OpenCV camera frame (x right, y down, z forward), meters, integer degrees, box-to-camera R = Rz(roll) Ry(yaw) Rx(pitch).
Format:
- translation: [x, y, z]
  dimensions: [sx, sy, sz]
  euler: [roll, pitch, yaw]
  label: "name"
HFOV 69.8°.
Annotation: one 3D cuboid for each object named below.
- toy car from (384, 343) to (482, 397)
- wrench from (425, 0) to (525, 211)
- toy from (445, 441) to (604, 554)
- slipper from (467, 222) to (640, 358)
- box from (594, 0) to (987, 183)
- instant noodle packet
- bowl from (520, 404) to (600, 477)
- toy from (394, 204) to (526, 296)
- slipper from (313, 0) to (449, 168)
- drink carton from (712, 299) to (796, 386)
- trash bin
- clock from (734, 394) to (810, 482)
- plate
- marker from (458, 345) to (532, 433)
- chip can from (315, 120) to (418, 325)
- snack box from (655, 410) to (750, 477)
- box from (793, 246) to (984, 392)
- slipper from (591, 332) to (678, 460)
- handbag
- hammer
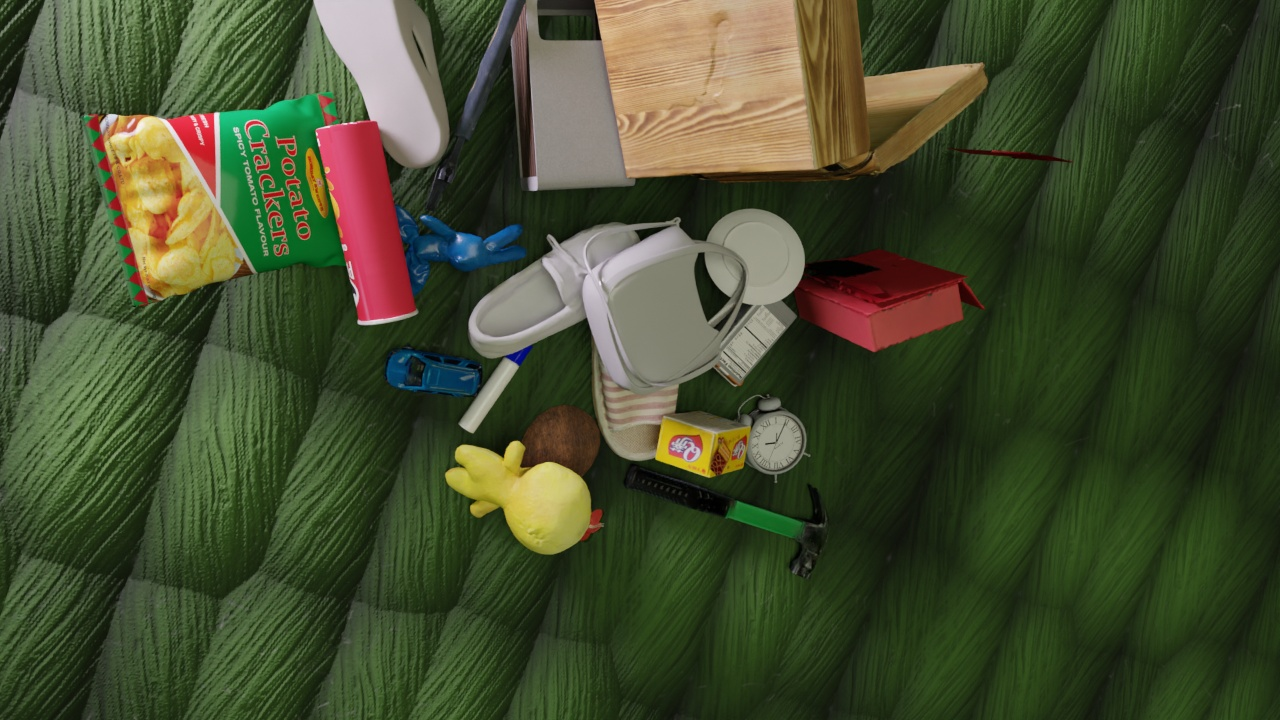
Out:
- translation: [-0.252, 0.015, 1.127]
  dimensions: [0.120, 0.043, 0.056]
  euler: [10, 97, -18]
  label: "toy car"
- translation: [-0.188, -0.286, 1.037]
  dimensions: [0.022, 0.073, 0.274]
  euler: [20, 116, -19]
  label: "wrench"
- translation: [-0.146, 0.175, 1.159]
  dimensions: [0.207, 0.092, 0.134]
  euler: [31, 124, 2]
  label: "toy"
- translation: [-0.107, -0.092, 1.129]
  dimensions: [0.246, 0.075, 0.112]
  euler: [-33, 96, -8]
  label: "slipper"
- translation: [0.175, -0.318, 1.016]
  dimensions: [0.333, 0.280, 0.286]
  euler: [-23, 111, -38]
  label: "box"
- translation: [-0.442, -0.181, 1.003]
  dimensions: [0.252, 0.090, 0.196]
  euler: [-16, 106, -30]
  label: "instant noodle packet"
- translation: [-0.102, 0.116, 1.199]
  dimensions: [0.102, 0.026, 0.114]
  euler: [35, 89, -19]
  label: "bowl"
- translation: [-0.226, -0.130, 1.092]
  dimensions: [0.176, 0.071, 0.113]
  euler: [2, 121, -1]
  label: "toy"
- translation: [-0.277, -0.352, 1.037]
  dimensions: [0.113, 0.080, 0.266]
  euler: [-15, 104, 32]
  label: "slipper"
- translation: [0.142, -0.035, 1.233]
  dimensions: [0.076, 0.048, 0.125]
  euler: [42, 87, -19]
  label: "drink carton"
- translation: [-0.082, -0.318, 1.077]
  dimensions: [0.114, 0.114, 0.229]
  euler: [-6, 102, -16]
  label: "trash bin"
- translation: [0.178, 0.103, 1.277]
  dimensions: [0.094, 0.035, 0.122]
  euler: [-37, 109, -8]
  label: "clock"
- translation: [0.152, -0.139, 1.205]
  dimensions: [0.134, 0.011, 0.134]
  euler: [2, 76, -6]
  label: "plate"
- translation: [-0.183, 0.031, 1.159]
  dimensions: [0.023, 0.027, 0.133]
  euler: [34, 89, 7]
  label: "marker"
- translation: [-0.310, -0.155, 1.041]
  dimensions: [0.069, 0.069, 0.221]
  euler: [-12, 104, -14]
  label: "chip can"
- translation: [0.083, 0.108, 1.200]
  dimensions: [0.105, 0.084, 0.061]
  euler: [-2, 105, -59]
  label: "snack box"
- translation: [0.321, -0.050, 1.203]
  dimensions: [0.164, 0.213, 0.153]
  euler: [-17, 111, -12]
  label: "box"
- translation: [-0.007, 0.007, 1.195]
  dimensions: [0.115, 0.052, 0.263]
  euler: [-10, 103, -14]
  label: "slipper"
- translation: [0.045, -0.079, 1.124]
  dimensions: [0.222, 0.096, 0.216]
  euler: [-28, 116, -21]
  label: "handbag"
- translation: [0.126, 0.205, 1.284]
  dimensions: [0.318, 0.032, 0.130]
  euler: [20, 95, -19]
  label: "hammer"
